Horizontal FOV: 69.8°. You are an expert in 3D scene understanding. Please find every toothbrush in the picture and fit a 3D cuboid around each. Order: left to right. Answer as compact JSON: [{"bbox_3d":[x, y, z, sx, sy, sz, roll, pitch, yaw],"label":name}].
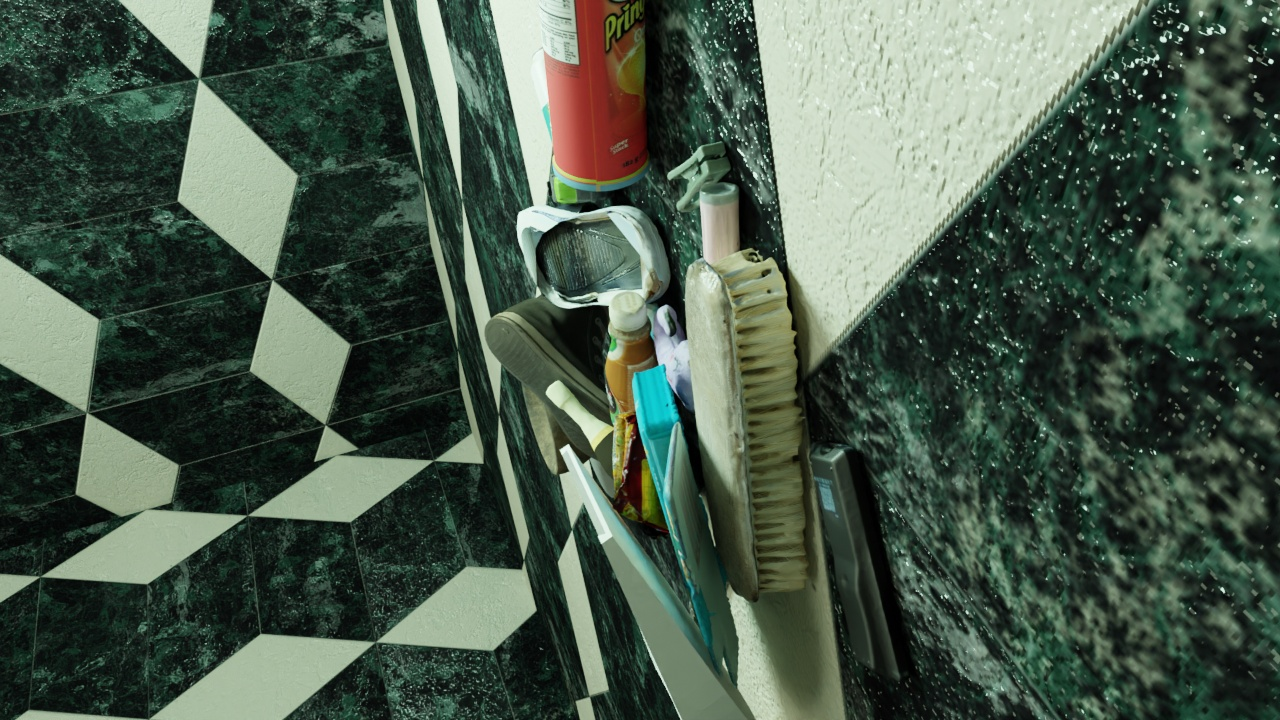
[{"bbox_3d":[0.063,-0.022,0.671,0.026,0.027,0.223,23,133,38],"label":"toothbrush"}]

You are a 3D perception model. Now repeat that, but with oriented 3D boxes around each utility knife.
[{"bbox_3d":[0.012,-0.001,0.892,0.022,0.015,0.141,33,145,29],"label":"utility knife"}]

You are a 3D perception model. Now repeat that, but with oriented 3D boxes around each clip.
[{"bbox_3d":[0.041,-0.130,0.646,0.075,0.023,0.037,153,102,-73],"label":"clip"}]

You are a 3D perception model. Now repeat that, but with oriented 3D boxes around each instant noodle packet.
[{"bbox_3d":[0.012,0.104,0.827,0.135,0.040,0.098,40,-138,-63],"label":"instant noodle packet"}]

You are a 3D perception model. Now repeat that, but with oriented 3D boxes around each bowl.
[{"bbox_3d":[-0.100,0.062,1.188,0.162,0.070,0.162,164,90,-75],"label":"bowl"}]

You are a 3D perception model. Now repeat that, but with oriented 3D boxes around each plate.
[{"bbox_3d":[-0.057,0.097,1.235,0.179,0.012,0.178,164,90,-75],"label":"plate"}]

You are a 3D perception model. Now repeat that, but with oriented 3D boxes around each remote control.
[{"bbox_3d":[0.133,0.126,0.574,0.047,0.022,0.150,-178,73,-74],"label":"remote control"}]

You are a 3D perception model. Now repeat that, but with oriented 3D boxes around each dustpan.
[{"bbox_3d":[0.005,0.211,0.739,0.258,0.053,0.191,57,177,-19],"label":"dustpan"}]

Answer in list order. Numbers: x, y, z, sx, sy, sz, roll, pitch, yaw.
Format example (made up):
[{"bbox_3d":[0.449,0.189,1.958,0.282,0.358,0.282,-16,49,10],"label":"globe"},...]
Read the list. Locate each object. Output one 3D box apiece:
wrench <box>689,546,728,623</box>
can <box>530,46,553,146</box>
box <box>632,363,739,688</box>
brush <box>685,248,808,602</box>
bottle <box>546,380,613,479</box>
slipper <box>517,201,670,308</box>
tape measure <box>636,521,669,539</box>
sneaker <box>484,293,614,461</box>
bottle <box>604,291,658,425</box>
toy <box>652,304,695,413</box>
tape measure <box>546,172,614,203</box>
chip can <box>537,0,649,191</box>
[{"bbox_3d":[0.074,0.218,0.901,0.274,0.010,0.070,96,153,-54],"label":"wrench"},{"bbox_3d":[-0.065,-0.237,0.846,0.055,0.055,0.101,148,106,-74],"label":"can"},{"bbox_3d":[0.043,0.139,0.714,0.181,0.039,0.227,-98,-7,-63],"label":"box"},{"bbox_3d":[0.075,0.055,0.641,0.083,0.056,0.271,-125,23,-61],"label":"brush"},{"bbox_3d":[-0.027,0.089,0.924,0.184,0.045,0.045,44,156,13],"label":"bottle"},{"bbox_3d":[-0.043,-0.106,0.897,0.264,0.063,0.111,10,119,60],"label":"slipper"},{"bbox_3d":[0.011,0.156,0.997,0.072,0.042,0.071,97,153,-55],"label":"tape measure"},{"bbox_3d":[-0.052,0.014,1.010,0.235,0.119,0.095,44,141,-2],"label":"sneaker"},{"bbox_3d":[-0.005,0.005,0.845,0.167,0.059,0.059,83,163,-49],"label":"bottle"},{"bbox_3d":[0.035,-0.002,0.768,0.099,0.036,0.080,-133,30,-62],"label":"toy"},{"bbox_3d":[-0.055,-0.170,0.874,0.065,0.058,0.036,-141,43,-70],"label":"tape measure"},{"bbox_3d":[-0.035,-0.239,0.684,0.214,0.087,0.087,88,160,-44],"label":"chip can"}]
